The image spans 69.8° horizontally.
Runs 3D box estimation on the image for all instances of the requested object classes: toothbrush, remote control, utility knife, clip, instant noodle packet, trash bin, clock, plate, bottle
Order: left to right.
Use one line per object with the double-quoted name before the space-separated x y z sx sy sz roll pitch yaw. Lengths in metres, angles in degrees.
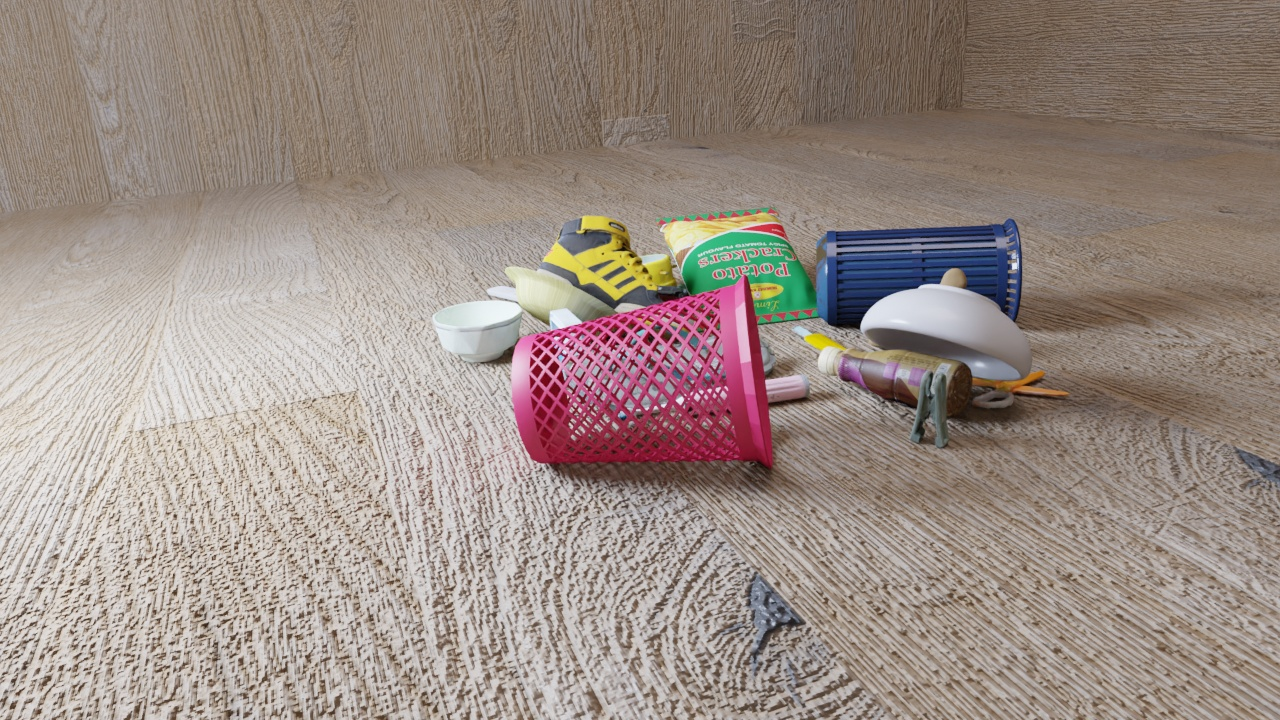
"remote control" -0.190 -0.101 1.451 0.131 0.012 0.033 15 25 40
"plate" -0.103 -0.064 1.219 0.184 0.036 0.184 24 -10 4
"clock" 0.002 -0.130 1.438 0.119 0.057 0.083 -2 19 27
"toothbrush" 0.079 0.045 1.005 0.222 0.027 0.026 -9 21 -12
"instant noodle packet" 0.145 -0.142 1.360 0.195 0.090 0.252 -7 47 -10
"utility knife" 0.240 -0.016 1.148 0.030 0.018 0.191 -6 24 -19
"bottle" 0.272 0.015 1.002 0.166 0.060 0.059 15 27 41
"trash bin" 0.362 -0.113 1.222 0.250 0.139 0.139 -1 21 12
"clip" 0.291 0.049 0.892 0.050 0.078 0.023 26 32 26

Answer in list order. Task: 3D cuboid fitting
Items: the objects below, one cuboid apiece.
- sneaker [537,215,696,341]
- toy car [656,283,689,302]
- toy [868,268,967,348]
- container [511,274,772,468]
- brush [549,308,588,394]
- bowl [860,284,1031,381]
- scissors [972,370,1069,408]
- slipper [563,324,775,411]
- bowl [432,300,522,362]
"sneaker" -0.019 -0.113 1.231 0.239 0.122 0.086 21 -6 12
"toy car" 0.031 -0.097 1.372 0.091 0.036 0.042 -1 21 10
"toy" 0.332 -0.044 1.116 0.106 0.134 0.108 18 -7 -5
"container" 0.002 0.024 0.887 0.226 0.183 0.182 -8 20 10
"brush" -0.079 -0.010 1.103 0.055 0.075 0.136 -11 22 -17
"bowl" 0.328 -0.037 0.973 0.176 0.066 0.176 19 -5 1
"scissors" 0.402 0.031 1.008 0.125 0.011 0.127 7 25 29
"slipper" 0.045 0.002 1.048 0.268 0.055 0.098 -8 51 -26
"bowl" -0.212 -0.035 1.211 0.117 0.061 0.117 -3 20 1
